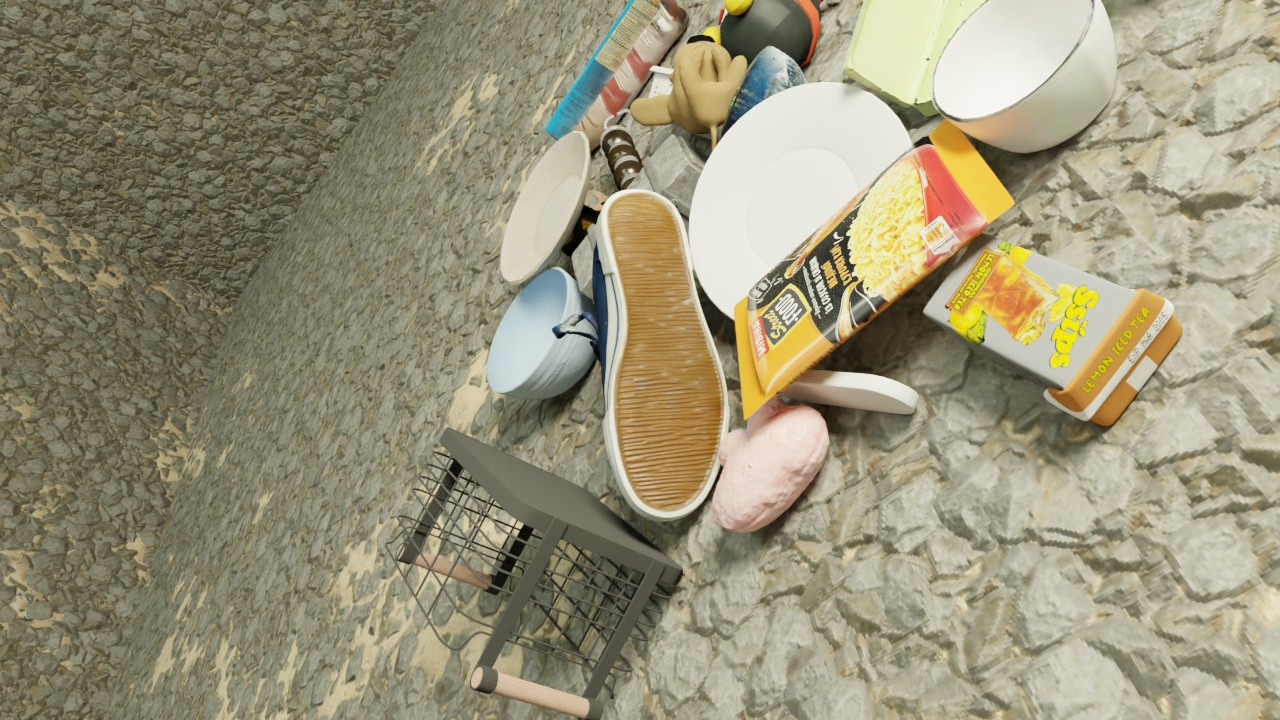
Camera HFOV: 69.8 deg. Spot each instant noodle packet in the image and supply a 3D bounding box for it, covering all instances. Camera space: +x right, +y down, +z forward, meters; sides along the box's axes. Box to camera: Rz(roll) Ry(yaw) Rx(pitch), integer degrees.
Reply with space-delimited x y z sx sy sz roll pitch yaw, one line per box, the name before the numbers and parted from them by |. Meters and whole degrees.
instant noodle packet | 0.149 -0.069 0.651 0.221 0.032 0.159 -42 22 25

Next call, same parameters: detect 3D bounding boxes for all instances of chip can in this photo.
chip can | -0.031 -0.375 1.197 0.230 0.079 0.079 -52 31 15

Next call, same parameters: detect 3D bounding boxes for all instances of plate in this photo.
plate | -0.102 -0.169 1.042 0.189 0.027 0.188 -40 38 40
plate | 0.129 -0.124 0.752 0.209 0.015 0.208 -9 76 38

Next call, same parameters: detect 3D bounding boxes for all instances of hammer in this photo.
hammer | -0.009 -0.197 1.015 0.177 0.079 0.325 -48 32 21

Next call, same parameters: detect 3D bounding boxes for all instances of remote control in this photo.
remote control | 0.137 0.020 0.649 0.137 0.043 0.013 5 70 57

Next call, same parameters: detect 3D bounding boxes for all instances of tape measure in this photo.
tape measure | -0.072 -0.151 1.087 0.038 0.067 0.062 -22 57 45

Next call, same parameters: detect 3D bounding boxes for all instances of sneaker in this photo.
sneaker | -0.005 0.005 0.804 0.127 0.120 0.294 119 147 -61

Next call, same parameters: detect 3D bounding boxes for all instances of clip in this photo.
clip | -0.044 -0.194 1.120 0.061 0.024 0.041 4 70 46

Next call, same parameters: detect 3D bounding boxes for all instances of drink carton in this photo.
drink carton | 0.234 -0.022 0.534 0.076 0.048 0.125 -56 31 8

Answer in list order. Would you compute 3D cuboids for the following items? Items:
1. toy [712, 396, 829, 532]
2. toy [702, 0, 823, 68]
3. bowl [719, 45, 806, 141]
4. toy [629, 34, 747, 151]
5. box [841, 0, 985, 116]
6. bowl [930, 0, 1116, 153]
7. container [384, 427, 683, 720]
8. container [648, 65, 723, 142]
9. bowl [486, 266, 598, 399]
toy | 0.090 0.070 0.676 0.108 0.053 0.105 -51 21 16
toy | 0.132 -0.333 0.904 0.119 0.099 0.098 -52 2 -32
bowl | 0.123 -0.222 0.840 0.114 0.061 0.114 -56 -16 -26
toy | 0.061 -0.251 0.864 0.108 0.134 0.106 -105 12 -71
box | 0.244 -0.288 0.732 0.130 0.064 0.187 15 75 16
bowl | 0.263 -0.193 0.616 0.117 0.065 0.116 -36 38 35
container | -0.099 0.168 0.760 0.130 0.162 0.241 -62 30 -2
container | 0.057 -0.272 0.982 0.049 0.080 0.129 -67 29 12
bowl | -0.094 -0.018 0.997 0.151 0.074 0.150 -37 37 35
